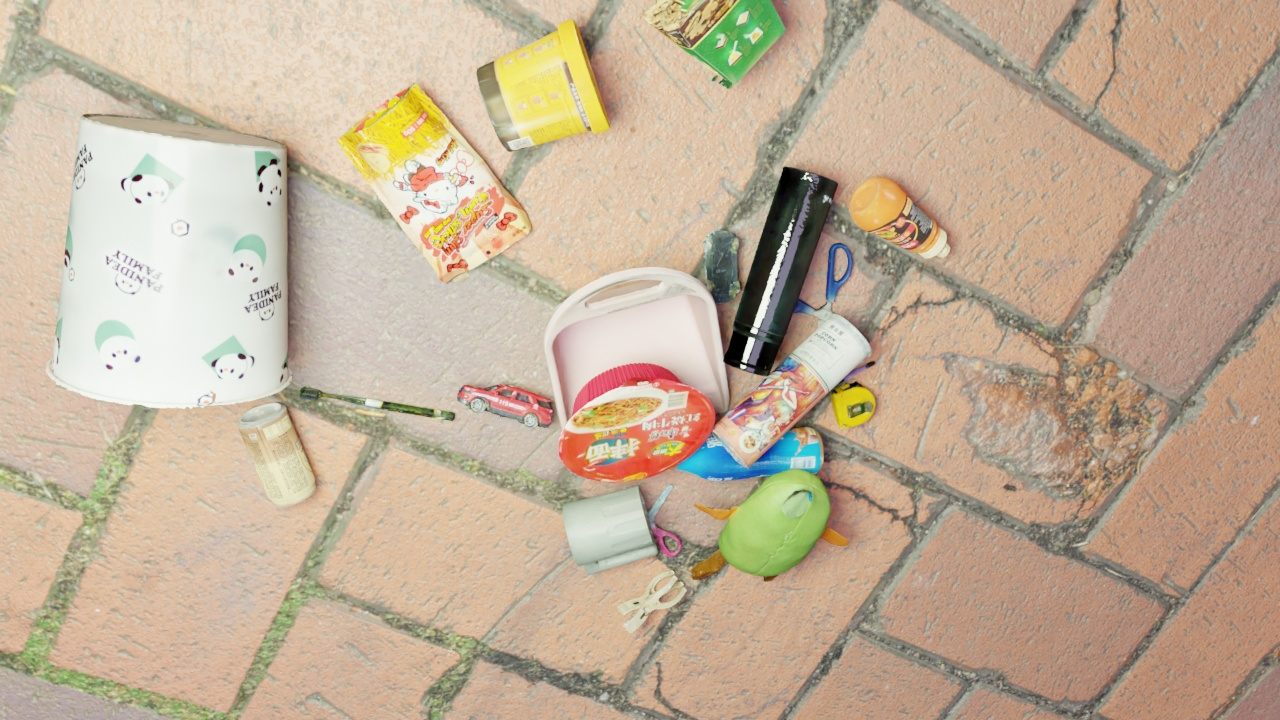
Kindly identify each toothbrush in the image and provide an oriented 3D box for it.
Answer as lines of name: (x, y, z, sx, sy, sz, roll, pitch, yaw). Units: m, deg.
toothbrush: (0.228, 0.047, 1.219, 0.189, 0.014, 0.017, -27, 121, 1)
toothbrush: (-0.321, 0.055, 1.123, 0.185, 0.017, 0.012, 11, 106, -14)

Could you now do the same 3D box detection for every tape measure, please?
tape measure: (0.285, 0.060, 1.225, 0.057, 0.029, 0.060, -19, 114, -3)

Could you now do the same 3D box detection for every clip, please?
clip: (0.015, 0.336, 1.285, 0.100, 0.070, 0.034, -38, 114, -1)

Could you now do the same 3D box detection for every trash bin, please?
trash bin: (-0.465, -0.107, 0.929, 0.229, 0.229, 0.252, 7, 105, -13)

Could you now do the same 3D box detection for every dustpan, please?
dustpan: (-0.007, 0.006, 1.093, 0.222, 0.138, 0.274, -18, 113, -3)

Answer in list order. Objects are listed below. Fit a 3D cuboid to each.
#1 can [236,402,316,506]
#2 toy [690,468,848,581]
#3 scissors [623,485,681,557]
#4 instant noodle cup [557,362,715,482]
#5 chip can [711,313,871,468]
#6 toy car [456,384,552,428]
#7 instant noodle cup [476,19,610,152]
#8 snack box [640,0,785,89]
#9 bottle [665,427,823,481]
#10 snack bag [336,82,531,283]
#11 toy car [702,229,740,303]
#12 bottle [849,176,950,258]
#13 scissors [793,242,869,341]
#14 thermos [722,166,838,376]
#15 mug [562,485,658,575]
can: (-0.437, 0.113, 1.104, 0.058, 0.058, 0.116, -14, 113, -4)
toy: (0.174, 0.227, 1.225, 0.227, 0.089, 0.247, 13, 136, -16)
scissors: (0.011, 0.227, 1.254, 0.133, 0.017, 0.133, 32, 100, -16)
instant noodle cup: (-0.010, 0.067, 1.105, 0.193, 0.065, 0.194, -10, 141, -8)
chip can: (0.186, 0.039, 1.144, 0.214, 0.071, 0.071, -43, 113, -4)
toy car: (-0.166, 0.052, 1.131, 0.120, 0.053, 0.045, 15, 87, -22)
instant noodle cup: (-0.104, -0.284, 0.975, 0.114, 0.118, 0.118, -19, 114, 5)
snack box: (0.086, -0.369, 0.981, 0.117, 0.118, 0.105, -46, 124, 10)
bottle: (0.128, 0.125, 1.205, 0.218, 0.065, 0.065, -3, 112, -8)
snack bag: (-0.228, -0.193, 1.022, 0.128, 0.073, 0.208, -34, 121, 4)
toy car: (0.097, -0.115, 1.119, 0.043, 0.034, 0.091, -6, 111, -5)
bottle: (0.326, -0.167, 1.127, 0.149, 0.066, 0.067, 27, 105, -26)
scissors: (0.229, -0.070, 1.173, 0.162, 0.012, 0.176, 6, 112, -14)
thermos: (0.166, -0.105, 1.105, 0.068, 0.089, 0.243, 21, 99, 15)
mug: (-0.037, 0.229, 1.209, 0.103, 0.083, 0.124, -16, 130, 2)
